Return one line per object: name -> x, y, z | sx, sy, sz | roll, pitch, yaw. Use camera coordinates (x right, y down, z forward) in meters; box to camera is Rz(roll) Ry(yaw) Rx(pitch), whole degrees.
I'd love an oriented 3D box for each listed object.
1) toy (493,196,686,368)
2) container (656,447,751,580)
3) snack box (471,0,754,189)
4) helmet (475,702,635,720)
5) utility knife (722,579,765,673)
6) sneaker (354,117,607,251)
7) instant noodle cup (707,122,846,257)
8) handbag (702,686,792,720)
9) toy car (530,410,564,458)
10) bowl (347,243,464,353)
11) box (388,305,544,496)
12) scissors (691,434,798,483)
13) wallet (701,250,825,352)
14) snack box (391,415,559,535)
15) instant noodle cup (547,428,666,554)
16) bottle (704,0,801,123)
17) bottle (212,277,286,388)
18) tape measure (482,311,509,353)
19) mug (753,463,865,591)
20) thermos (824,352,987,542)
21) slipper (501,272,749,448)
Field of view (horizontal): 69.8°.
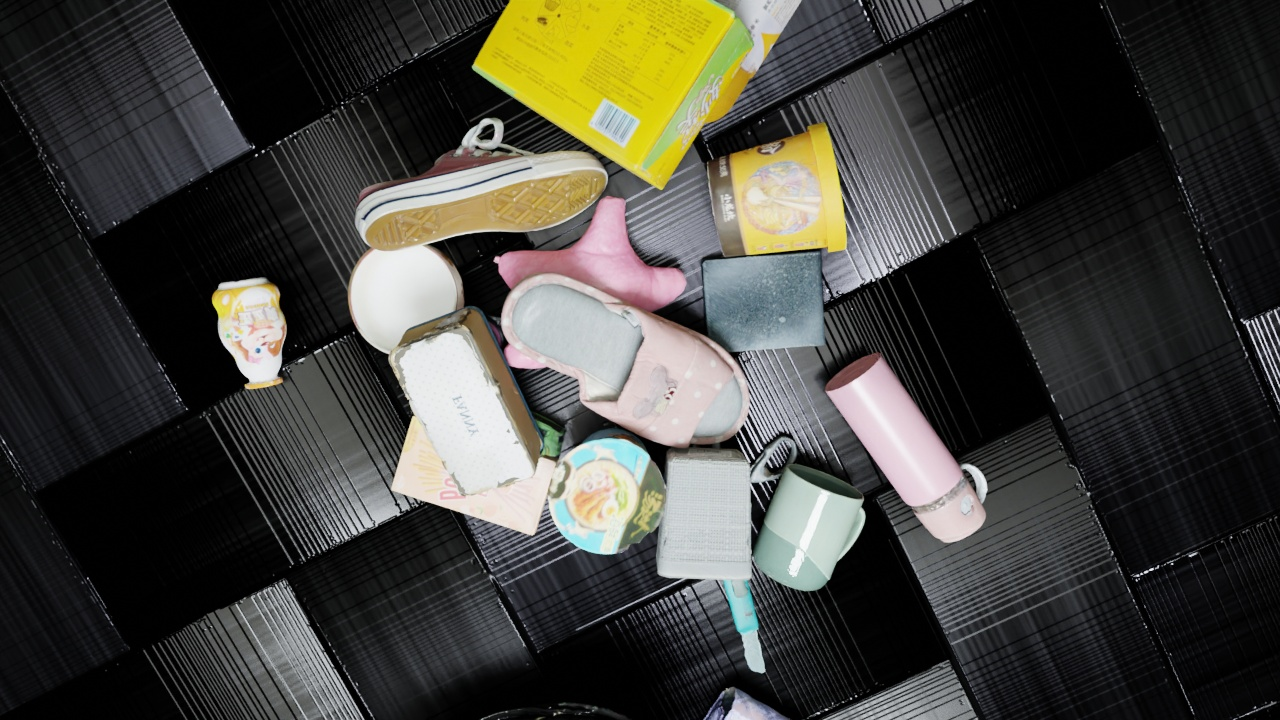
toy -> -0.057, -0.068, 0.896 | 0.178, 0.074, 0.194 | 27, 95, -9
container -> 0.063, 0.146, 0.899 | 0.090, 0.090, 0.114 | 2, 93, -1
snack box -> -0.027, -0.276, 0.829 | 0.210, 0.070, 0.158 | 36, 99, 21
helmet -> -0.104, 0.490, 0.902 | 0.315, 0.247, 0.241 | -17, 126, 3
utility knife -> 0.104, 0.240, 0.968 | 0.029, 0.013, 0.196 | -14, 97, 1
sneaker -> -0.152, -0.171, 0.866 | 0.240, 0.118, 0.087 | -15, 65, -16
instant noodle cup -> 0.127, -0.153, 0.862 | 0.114, 0.118, 0.118 | -9, 98, 12
handbag -> 0.145, 0.446, 0.968 | 0.194, 0.075, 0.134 | 30, 98, -3
toy car -> -0.121, 0.070, 0.936 | 0.091, 0.043, 0.036 | 20, 102, -2
bowl -> -0.222, -0.063, 0.904 | 0.113, 0.062, 0.113 | 1, 96, 13
box -> -0.158, 0.046, 0.865 | 0.090, 0.063, 0.184 | -17, 114, 8
scissors -> 0.086, 0.132, 0.946 | 0.181, 0.014, 0.159 | -36, 92, 1
wallet -> 0.123, -0.058, 0.921 | 0.121, 0.019, 0.097 | -4, 99, 4
snack box -> -0.171, 0.118, 0.953 | 0.157, 0.026, 0.084 | 18, 99, -1
instant noodle cup -> -0.031, 0.116, 0.901 | 0.111, 0.120, 0.111 | 0, 99, 1
bottle -> 0.082, -0.292, 0.860 | 0.068, 0.068, 0.190 | 33, 98, -3
bottle -> -0.387, -0.027, 0.920 | 0.063, 0.063, 0.108 | -8, 99, 3
tape measure -> -0.162, -0.021, 0.924 | 0.058, 0.039, 0.057 | -9, 98, 3
mug -> 0.177, 0.172, 0.929 | 0.111, 0.082, 0.106 | 15, 100, -32
thermos -> 0.274, 0.084, 0.918 | 0.087, 0.067, 0.198 | -40, 96, -23
slipper -> -0.005, 0.005, 0.863 | 0.274, 0.054, 0.114 | 30, 101, -23
